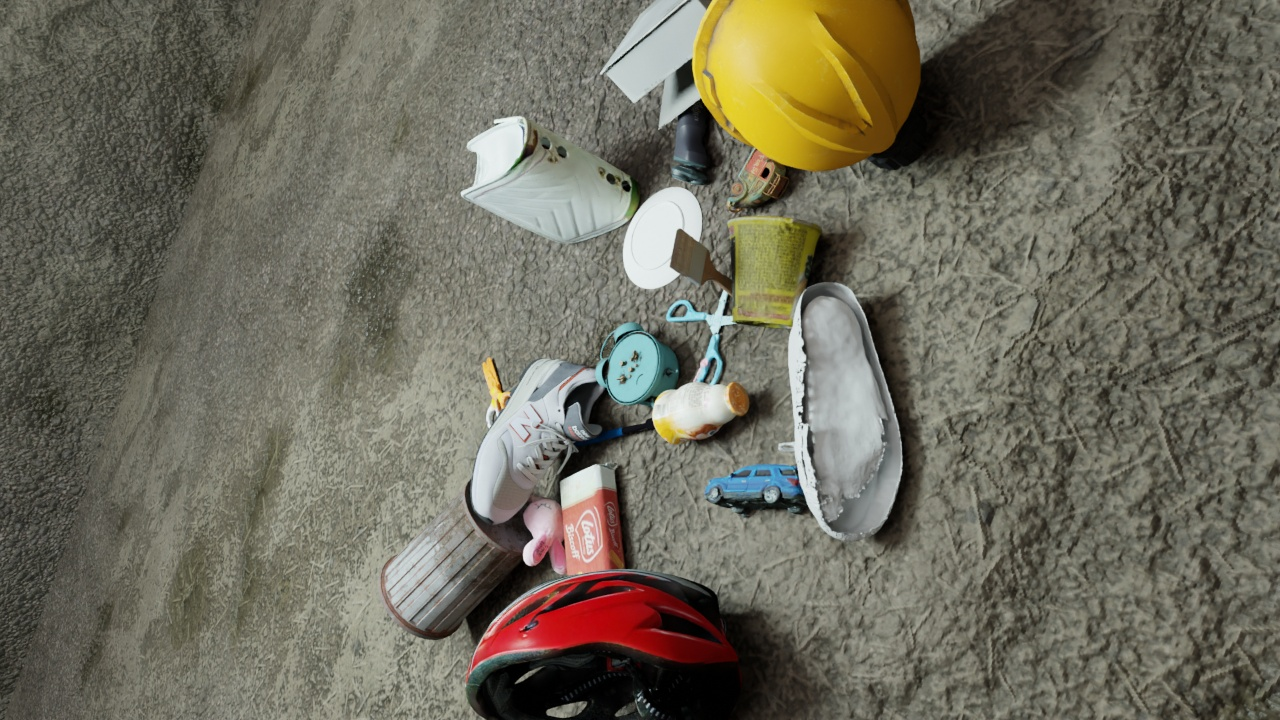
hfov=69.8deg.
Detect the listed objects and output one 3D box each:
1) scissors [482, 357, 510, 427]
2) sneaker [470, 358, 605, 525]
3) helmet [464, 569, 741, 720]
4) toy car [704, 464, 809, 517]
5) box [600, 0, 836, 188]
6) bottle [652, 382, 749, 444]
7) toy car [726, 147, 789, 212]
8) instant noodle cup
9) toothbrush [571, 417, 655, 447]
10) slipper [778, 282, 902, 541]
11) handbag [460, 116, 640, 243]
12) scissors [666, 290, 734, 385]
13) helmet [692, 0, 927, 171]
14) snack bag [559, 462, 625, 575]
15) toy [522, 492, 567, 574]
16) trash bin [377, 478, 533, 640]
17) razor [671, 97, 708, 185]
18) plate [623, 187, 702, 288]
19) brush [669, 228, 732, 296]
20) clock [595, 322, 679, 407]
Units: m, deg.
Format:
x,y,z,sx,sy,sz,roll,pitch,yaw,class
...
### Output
x,y,z,sx,sy,sz,roll,pitch,yaw,class
-0.212,0.048,1.326,0.070,0.013,0.130,-48,48,22,scissors
-0.114,0.091,1.128,0.124,0.089,0.239,-6,51,35,sneaker
-0.038,0.301,0.908,0.272,0.218,0.166,-7,40,9,helmet
0.122,0.131,0.928,0.120,0.056,0.043,-11,62,40,toy car
0.160,-0.342,1.190,0.169,0.403,0.171,-27,43,43,box
0.066,0.054,1.001,0.109,0.063,0.063,-20,63,41,bottle
0.142,-0.209,1.029,0.047,0.047,0.112,36,110,22,toy car
0.136,-0.091,0.965,0.102,0.102,0.108,5,88,46,instant noodle cup
-0.032,0.089,1.124,0.168,0.014,0.014,-18,75,44,toothbrush
0.184,0.050,0.877,0.112,0.074,0.246,-9,69,11,slipper
-0.116,-0.235,1.190,0.142,0.198,0.096,-12,66,42,handbag
0.074,-0.032,1.064,0.135,0.015,0.135,13,80,45,scissors
0.179,-0.251,0.851,0.206,0.255,0.131,-44,49,26,helmet
-0.053,0.236,1.078,0.078,0.041,0.225,-29,58,38,snack bag
-0.114,0.209,1.128,0.047,0.063,0.109,-39,40,31,toy
-0.238,0.260,1.194,0.212,0.130,0.130,-45,49,23,trash bin
0.063,-0.281,1.139,0.052,0.047,0.142,142,135,-62,razor
0.023,-0.156,1.157,0.135,0.011,0.134,-18,64,41,plate
0.082,-0.087,0.976,0.008,0.143,0.045,-7,63,43,brush
-0.006,0.006,1.100,0.124,0.053,0.090,41,105,45,clock
